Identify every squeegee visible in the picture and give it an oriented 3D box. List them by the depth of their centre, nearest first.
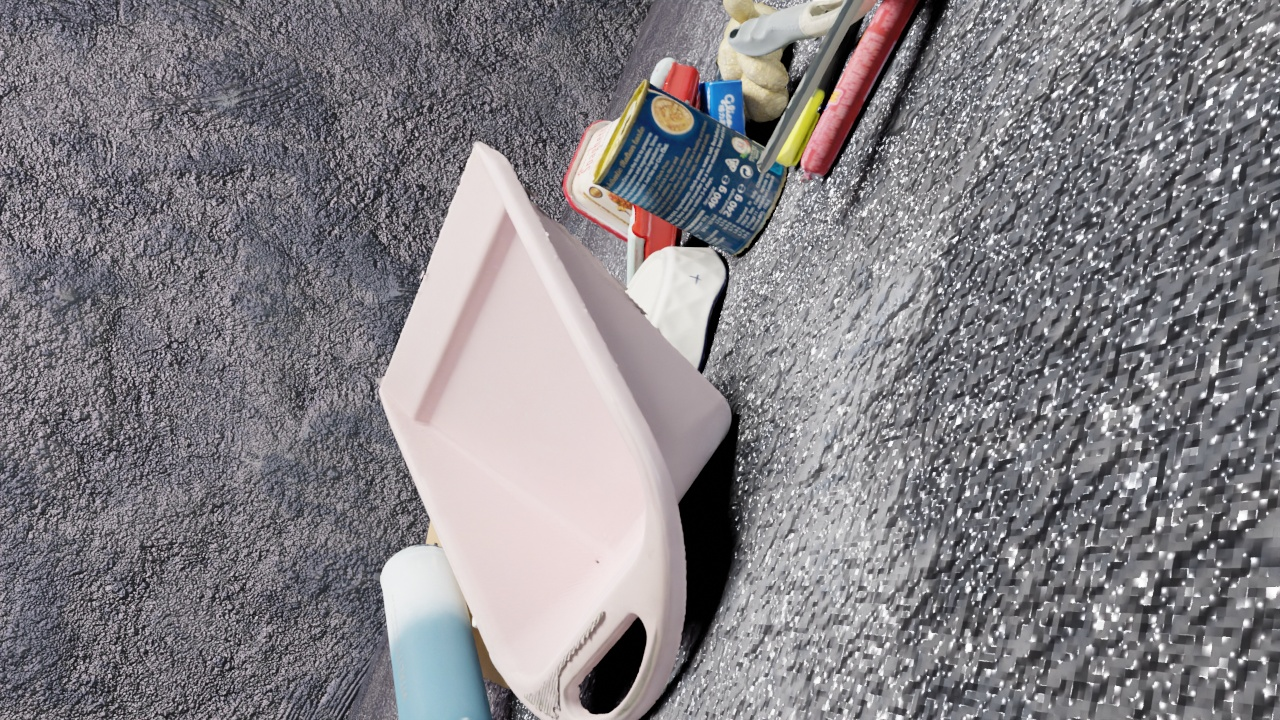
[{"bbox_3d":[0.104,-0.212,0.558,0.246,0.039,0.246,-62,15,2],"label":"squeegee"}]

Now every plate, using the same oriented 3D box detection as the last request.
[{"bbox_3d":[-0.004,0.004,0.685,0.205,0.045,0.205,-67,11,0],"label":"plate"}]

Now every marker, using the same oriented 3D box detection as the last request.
[{"bbox_3d":[0.118,-0.179,0.586,0.124,0.015,0.018,-64,12,-6],"label":"marker"}]

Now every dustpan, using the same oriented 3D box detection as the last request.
[{"bbox_3d":[-0.071,0.053,0.496,0.138,0.273,0.223,-40,-16,-50],"label":"dustpan"}]

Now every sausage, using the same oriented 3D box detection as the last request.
[{"bbox_3d":[0.127,-0.168,0.502,0.156,0.020,0.020,-63,11,14],"label":"sausage"}]

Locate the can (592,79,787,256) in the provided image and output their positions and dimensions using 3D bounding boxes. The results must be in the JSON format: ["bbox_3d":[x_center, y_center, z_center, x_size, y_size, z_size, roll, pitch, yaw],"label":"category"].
[{"bbox_3d":[0.034,-0.126,0.613,0.075,0.111,0.075,-59,13,22],"label":"can"}]

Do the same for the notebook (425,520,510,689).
[{"bbox_3d":[-0.134,0.150,0.768,0.148,0.008,0.207,4,81,43],"label":"notebook"}]

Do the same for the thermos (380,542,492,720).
[{"bbox_3d":[-0.149,0.229,0.669,0.070,0.070,0.220,-62,30,20],"label":"thermos"}]

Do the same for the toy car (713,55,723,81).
[{"bbox_3d":[0.073,-0.234,0.850,0.121,0.037,0.054,114,174,-64],"label":"toy car"}]

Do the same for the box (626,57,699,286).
[{"bbox_3d":[0.013,-0.138,0.732,0.202,0.048,0.086,93,-172,-51],"label":"box"}]

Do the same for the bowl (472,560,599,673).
[{"bbox_3d":[-0.074,0.167,0.620,0.118,0.064,0.118,-62,11,21],"label":"bowl"}]

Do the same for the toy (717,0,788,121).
[{"bbox_3d":[0.094,-0.241,0.725,0.157,0.066,0.105,-87,-18,-52],"label":"toy"}]

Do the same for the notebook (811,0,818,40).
[{"bbox_3d":[0.182,-0.339,0.628,0.209,0.012,0.150,-67,12,-9],"label":"notebook"}]

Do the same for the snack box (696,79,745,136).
[{"bbox_3d":[0.057,-0.178,0.731,0.157,0.026,0.084,-106,11,-74],"label":"snack box"}]

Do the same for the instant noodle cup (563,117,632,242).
[{"bbox_3d":[0.000,-0.198,0.943,0.124,0.116,0.116,-23,42,57],"label":"instant noodle cup"}]
